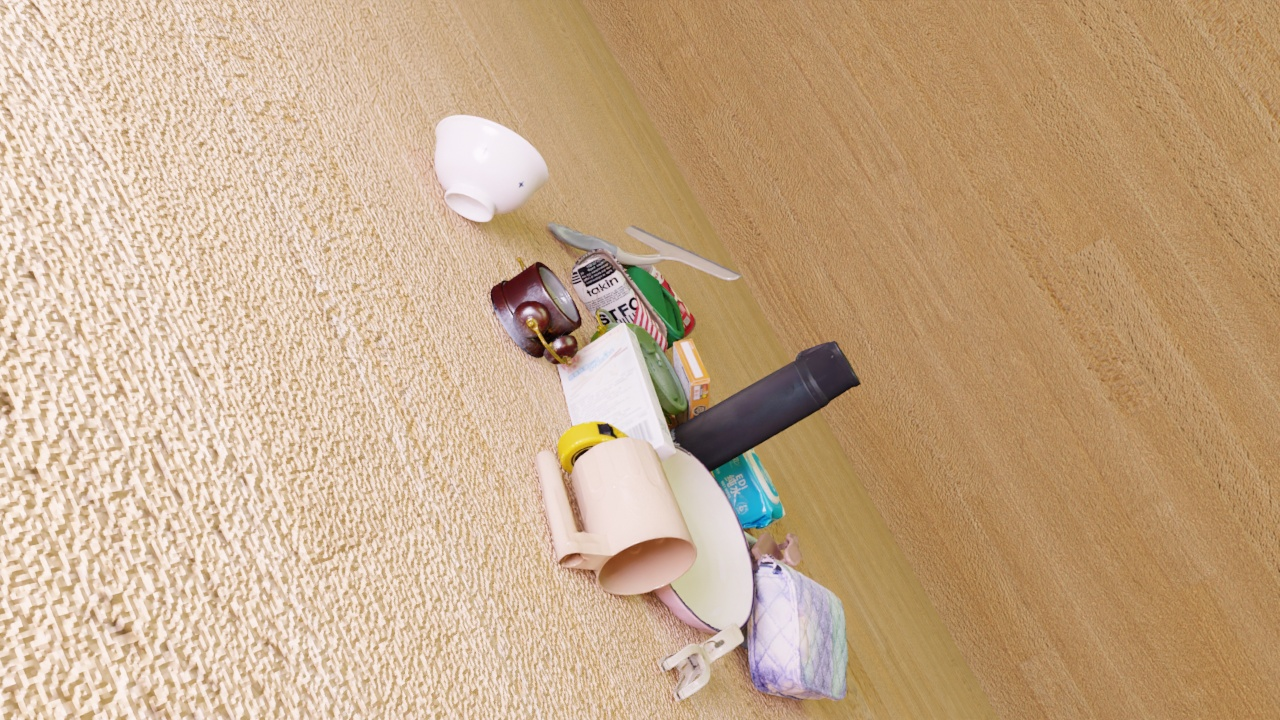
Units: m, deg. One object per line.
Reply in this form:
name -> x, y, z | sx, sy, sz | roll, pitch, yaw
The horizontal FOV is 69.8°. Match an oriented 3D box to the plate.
plate -> 0.043, 0.174, 0.886 | 0.192, 0.039, 0.192 | 42, 32, -34

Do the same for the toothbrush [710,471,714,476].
toothbrush -> 0.080, 0.128, 1.222 | 0.016, 0.016, 0.190 | 50, 15, -56

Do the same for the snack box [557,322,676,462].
snack box -> -0.026, 0.044, 0.874 | 0.027, 0.085, 0.156 | 43, 21, -45

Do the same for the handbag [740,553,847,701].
handbag -> 0.169, 0.300, 1.009 | 0.194, 0.076, 0.134 | 42, 45, -54

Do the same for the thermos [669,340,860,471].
thermos -> 0.138, 0.058, 1.092 | 0.068, 0.243, 0.089 | 53, 14, -23

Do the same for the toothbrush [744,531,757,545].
toothbrush -> 0.124, 0.218, 1.178 | 0.189, 0.029, 0.020 | 42, 63, -53

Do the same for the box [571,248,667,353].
box -> -0.027, -0.070, 1.168 | 0.163, 0.075, 0.077 | 50, 23, -26

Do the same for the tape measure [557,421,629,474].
tape measure -> -0.044, 0.075, 0.801 | 0.057, 0.060, 0.028 | 37, 27, -44

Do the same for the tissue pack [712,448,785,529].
tissue pack -> 0.143, 0.167, 1.257 | 0.140, 0.063, 0.090 | 64, 15, 19

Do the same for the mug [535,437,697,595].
mug -> -0.025, 0.124, 0.750 | 0.124, 0.084, 0.103 | 14, 39, -34

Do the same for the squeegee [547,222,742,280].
squeegee -> -0.030, -0.152, 1.254 | 0.246, 0.039, 0.246 | 4, 20, -43

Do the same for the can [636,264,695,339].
can -> 0.032, -0.093, 1.440 | 0.133, 0.053, 0.053 | 49, 17, -35

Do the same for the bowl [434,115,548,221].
bowl -> -0.156, -0.176, 0.895 | 0.118, 0.118, 0.064 | 44, 59, -47

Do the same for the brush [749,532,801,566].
brush -> 0.168, 0.250, 1.154 | 0.063, 0.073, 0.145 | 60, 12, 7

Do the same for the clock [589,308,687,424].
clock -> -0.006, 0.006, 1.086 | 0.161, 0.056, 0.116 | 61, 13, 6

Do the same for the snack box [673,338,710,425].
snack box -> 0.064, 0.051, 1.164 | 0.154, 0.026, 0.075 | 87, -13, -48

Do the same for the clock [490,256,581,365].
clock -> -0.095, -0.041, 0.869 | 0.082, 0.055, 0.121 | 47, 15, -42

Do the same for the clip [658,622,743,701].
clip -> 0.044, 0.255, 0.778 | 0.034, 0.060, 0.097 | 60, 25, 9

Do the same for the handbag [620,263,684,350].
handbag -> 0.000, -0.070, 1.273 | 0.120, 0.068, 0.131 | 43, 20, -24
